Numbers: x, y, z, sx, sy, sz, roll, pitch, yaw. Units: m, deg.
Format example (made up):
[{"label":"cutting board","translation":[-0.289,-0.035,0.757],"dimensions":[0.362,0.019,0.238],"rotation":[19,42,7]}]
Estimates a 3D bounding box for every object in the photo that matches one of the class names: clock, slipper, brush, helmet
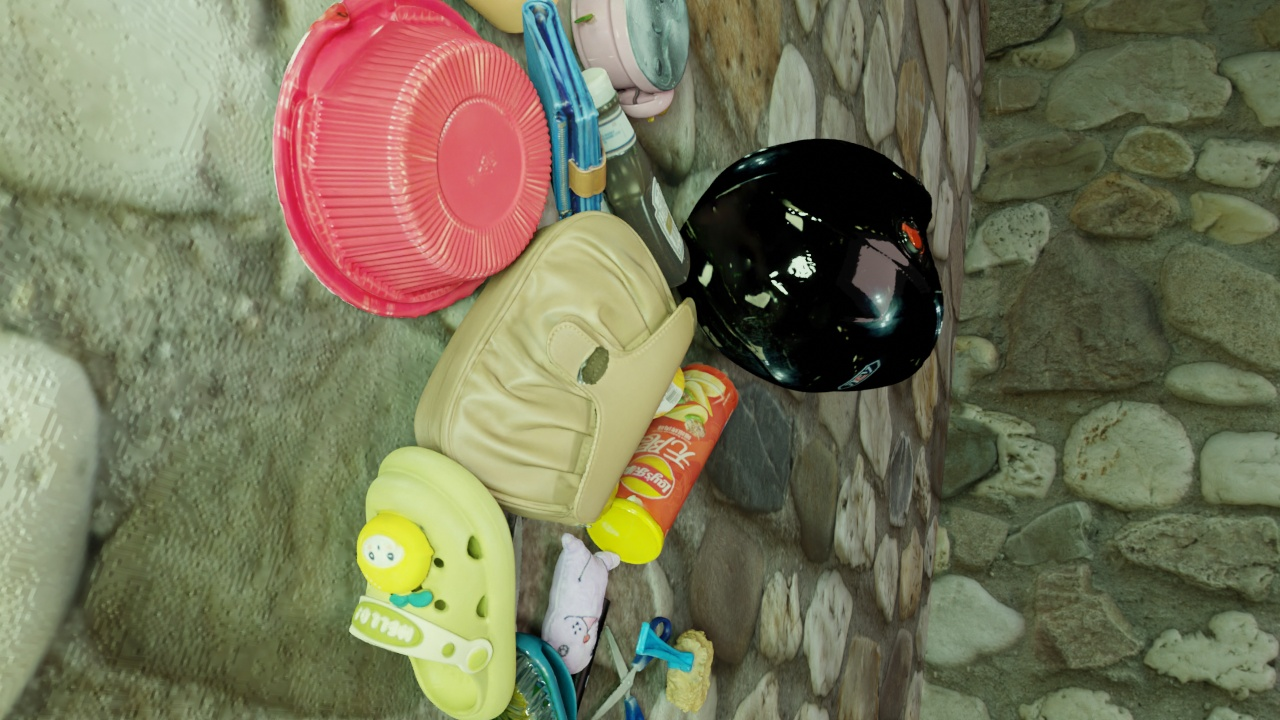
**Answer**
[{"label":"clock","translation":[-0.001,-0.274,0.780],"dimensions":[0.158,0.060,0.117],"rotation":[41,55,-55]},{"label":"slipper","translation":[-0.125,0.147,0.545],"dimensions":[0.081,0.092,0.191],"rotation":[-37,127,-54]},{"label":"brush","translation":[0.030,0.280,0.862],"dimensions":[0.255,0.046,0.083],"rotation":[59,44,-60]},{"label":"helmet","translation":[0.161,-0.083,0.908],"dimensions":[0.229,0.234,0.274],"rotation":[-21,72,-45]},{"label":"brush","translation":[-0.074,0.250,0.650],"dimensions":[0.073,0.055,0.144],"rotation":[-43,128,-53]}]

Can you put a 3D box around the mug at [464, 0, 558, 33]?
[{"label":"mug","translation":[-0.101,-0.263,0.573],"dimensions":[0.122,0.078,0.078],"rotation":[28,68,-65]}]

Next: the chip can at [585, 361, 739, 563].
[{"label":"chip can","translation":[0.025,0.088,0.848],"dimensions":[0.215,0.073,0.073],"rotation":[-55,139,-48]}]

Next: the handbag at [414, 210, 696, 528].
[{"label":"handbag","translation":[-0.047,0.007,0.607],"dimensions":[0.147,0.100,0.204],"rotation":[37,71,-26]}]

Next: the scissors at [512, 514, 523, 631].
[{"label":"scissors","translation":[-0.104,0.230,0.669],"dimensions":[0.215,0.015,0.196],"rotation":[-64,144,-37]}]

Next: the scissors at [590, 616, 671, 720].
[{"label":"scissors","translation":[-0.007,0.301,0.866],"dimensions":[0.161,0.012,0.173],"rotation":[-54,138,-47]}]

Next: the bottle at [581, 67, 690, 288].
[{"label":"bottle","translation":[-0.009,-0.152,0.781],"dimensions":[0.079,0.044,0.195],"rotation":[-87,157,-50]}]

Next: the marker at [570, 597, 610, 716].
[{"label":"marker","translation":[-0.053,0.261,0.767],"dimensions":[0.022,0.020,0.131],"rotation":[31,62,-27]}]

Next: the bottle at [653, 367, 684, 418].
[{"label":"bottle","translation":[-0.005,0.005,0.789],"dimensions":[0.108,0.063,0.063],"rotation":[53,46,-52]}]

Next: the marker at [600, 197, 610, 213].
[{"label":"marker","translation":[-0.033,-0.122,0.772],"dimensions":[0.018,0.022,0.131],"rotation":[-37,137,-8]}]

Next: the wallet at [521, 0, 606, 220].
[{"label":"wallet","translation":[-0.052,-0.161,0.626],"dimensions":[0.133,0.040,0.106],"rotation":[91,-19,-65]}]

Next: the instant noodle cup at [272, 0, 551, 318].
[{"label":"instant noodle cup","translation":[-0.115,-0.117,0.539],"dimensions":[0.193,0.066,0.194],"rotation":[-26,121,-54]}]

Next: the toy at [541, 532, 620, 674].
[{"label":"toy","translation":[-0.051,0.200,0.741],"dimensions":[0.084,0.039,0.108],"rotation":[33,62,-52]}]

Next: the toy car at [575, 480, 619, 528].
[{"label":"toy car","translation":[-0.056,0.056,0.697],"dimensions":[0.156,0.041,0.071],"rotation":[62,38,-23]}]
